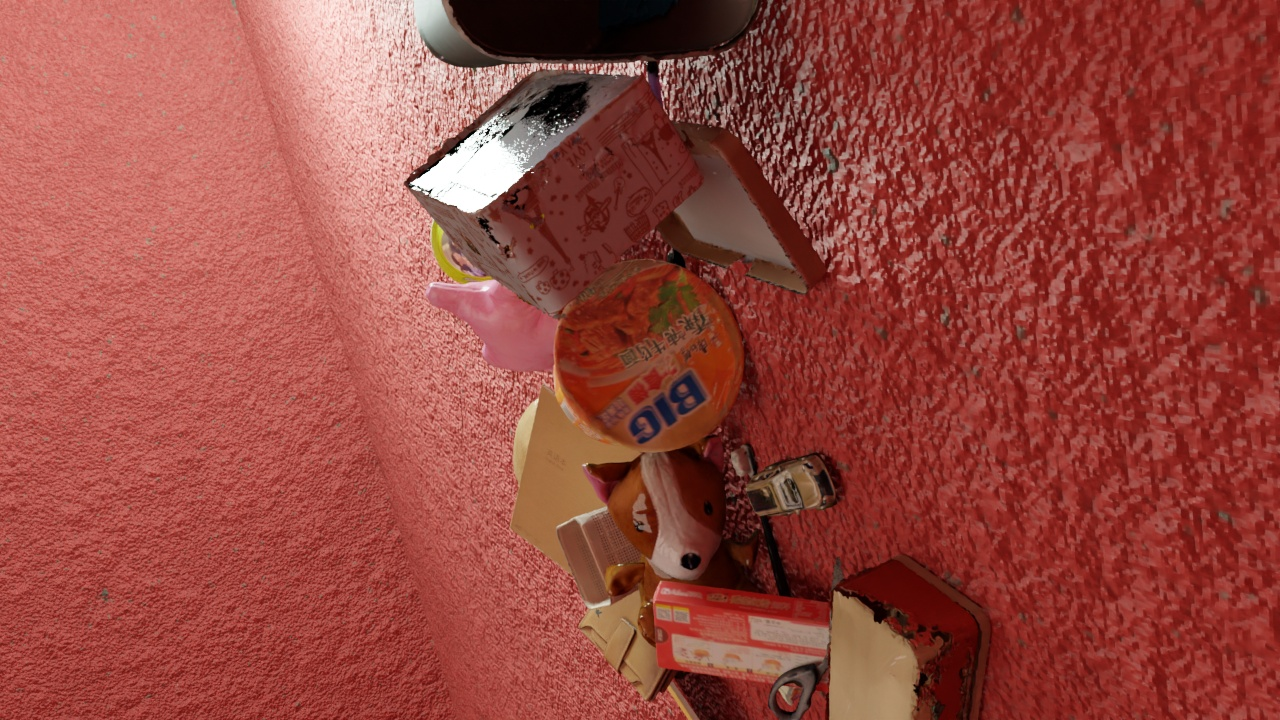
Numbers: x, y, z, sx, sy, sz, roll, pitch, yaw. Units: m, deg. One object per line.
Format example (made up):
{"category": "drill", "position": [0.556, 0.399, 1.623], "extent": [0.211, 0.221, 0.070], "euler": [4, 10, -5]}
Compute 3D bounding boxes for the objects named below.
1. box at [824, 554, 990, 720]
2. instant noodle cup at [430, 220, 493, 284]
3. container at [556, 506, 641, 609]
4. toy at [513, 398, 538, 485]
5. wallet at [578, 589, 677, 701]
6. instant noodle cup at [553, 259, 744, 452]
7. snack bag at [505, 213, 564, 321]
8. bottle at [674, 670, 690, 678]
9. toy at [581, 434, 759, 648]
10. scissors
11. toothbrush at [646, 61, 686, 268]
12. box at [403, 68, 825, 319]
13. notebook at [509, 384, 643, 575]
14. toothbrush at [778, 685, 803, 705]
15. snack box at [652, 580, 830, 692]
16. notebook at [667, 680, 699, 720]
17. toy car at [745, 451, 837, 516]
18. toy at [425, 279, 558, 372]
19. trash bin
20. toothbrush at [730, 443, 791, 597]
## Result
{"category": "box", "position": [0.170, 0.227, 0.617], "extent": [0.091, 0.077, 0.168], "euler": [35, 136, 52]}
{"category": "instant noodle cup", "position": [-0.152, -0.132, 1.003], "extent": [0.124, 0.111, 0.112], "euler": [13, 120, 53]}
{"category": "container", "position": [-0.010, 0.184, 0.921], "extent": [0.090, 0.110, 0.090], "euler": [66, 155, 9]}
{"category": "toy", "position": [-0.099, 0.106, 1.096], "extent": [0.143, 0.082, 0.226], "euler": [34, 136, 31]}
{"category": "wallet", "position": [-0.001, 0.274, 0.959], "extent": [0.132, 0.031, 0.108], "euler": [34, 95, 48]}
{"category": "instant noodle cup", "position": [-0.004, 0.004, 0.751], "extent": [0.112, 0.151, 0.151], "euler": [142, 107, -73]}
{"category": "snack bag", "position": [-0.070, -0.119, 0.811], "extent": [0.207, 0.073, 0.129], "euler": [-89, -9, -67]}
{"category": "bottle", "position": [0.003, 0.265, 1.036], "extent": [0.195, 0.044, 0.080], "euler": [44, 151, 46]}
{"category": "toy", "position": [0.032, 0.157, 0.796], "extent": [0.130, 0.140, 0.200], "euler": [-119, 15, -65]}
{"category": "scissors", "position": [0.146, 0.223, 0.692], "extent": [0.166, 0.014, 0.163], "euler": [-30, 106, 28]}
{"category": "toothbrush", "position": [0.020, -0.146, 0.738], "extent": [0.017, 0.014, 0.189], "euler": [-132, 31, -63]}
{"category": "box", "position": [-0.026, -0.086, 0.607], "extent": [0.205, 0.158, 0.181], "euler": [48, 170, -33]}
{"category": "notebook", "position": [-0.076, 0.149, 1.032], "extent": [0.149, 0.012, 0.212], "euler": [31, 123, 25]}
{"category": "toothbrush", "position": [0.091, 0.262, 0.882], "extent": [0.189, 0.020, 0.029], "euler": [34, 106, 54]}
{"category": "snack box", "position": [0.087, 0.221, 0.733], "extent": [0.153, 0.025, 0.075], "euler": [4, 121, 15]}
{"category": "notebook", "position": [0.032, 0.359, 1.020], "extent": [0.206, 0.010, 0.146], "euler": [49, 167, 35]}
{"category": "toy car", "position": [0.114, 0.097, 0.695], "extent": [0.042, 0.035, 0.091], "euler": [67, 153, 5]}
{"category": "toy", "position": [-0.111, -0.035, 0.967], "extent": [0.194, 0.179, 0.074], "euler": [54, -142, -49]}
{"category": "trash bin", "position": [-0.057, -0.283, 0.593], "extent": [0.220, 0.198, 0.199], "euler": [-154, 58, -67]}
{"category": "toothbrush", "position": [0.108, 0.157, 0.774], "extent": [0.016, 0.018, 0.181], "euler": [-3, 107, 62]}
